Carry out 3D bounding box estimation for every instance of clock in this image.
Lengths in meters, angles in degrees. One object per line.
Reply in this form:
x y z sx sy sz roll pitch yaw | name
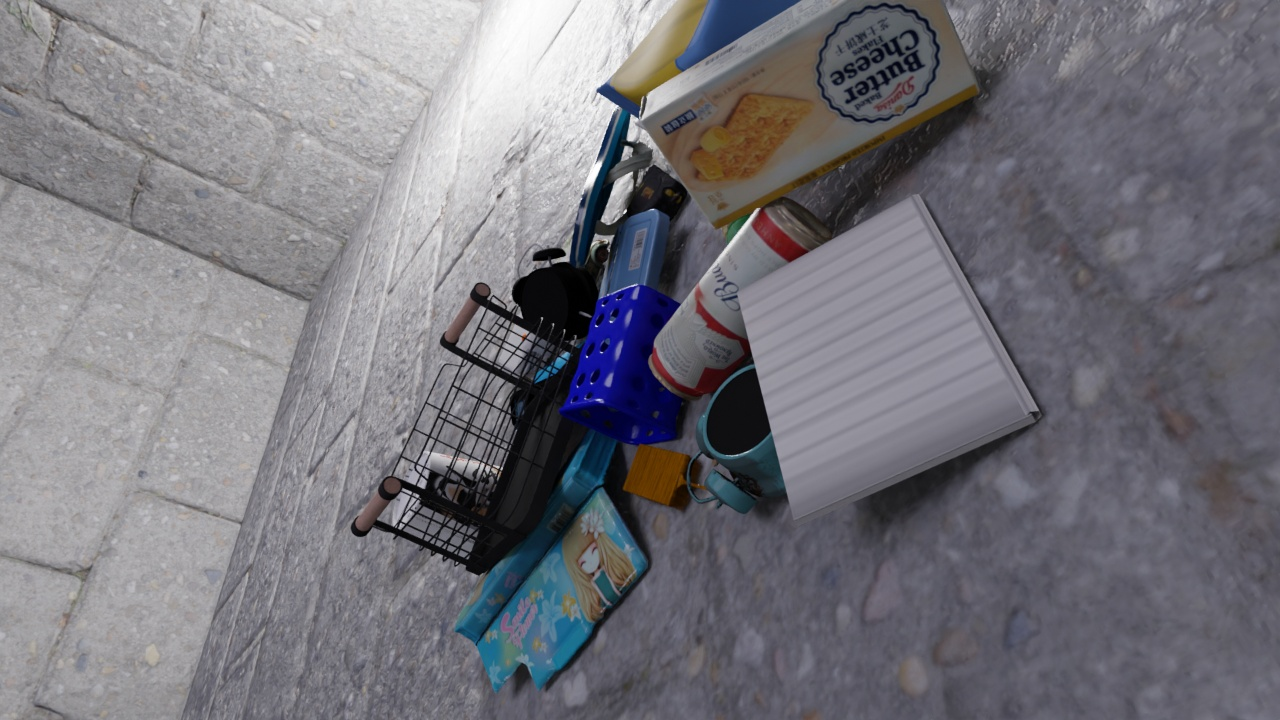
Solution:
0.076 0.054 0.636 0.124 0.053 0.090 -38 36 24 | clock
-0.099 -0.074 1.021 0.091 0.042 0.120 -49 66 36 | clock

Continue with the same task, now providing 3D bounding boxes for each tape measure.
0.018 -0.166 0.968 0.063 0.038 0.067 -52 30 7 | tape measure

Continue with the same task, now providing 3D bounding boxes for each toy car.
-0.075 -0.095 1.067 0.047 0.047 0.112 6 73 67 | toy car

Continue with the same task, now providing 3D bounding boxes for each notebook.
0.139 -0.010 0.573 0.143 0.009 0.209 -29 39 19 | notebook

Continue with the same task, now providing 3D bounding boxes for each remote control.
-0.110 0.044 1.024 0.151 0.022 0.047 -23 71 54 | remote control

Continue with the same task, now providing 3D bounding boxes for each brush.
0.027 0.097 0.740 0.126 0.017 0.048 4 71 63 | brush

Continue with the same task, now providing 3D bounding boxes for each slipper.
-0.028 -0.192 1.030 0.294 0.060 0.118 -78 5 -54 | slipper

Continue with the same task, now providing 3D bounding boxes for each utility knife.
-0.076 0.000 1.025 0.175 0.015 0.031 -31 44 47 | utility knife

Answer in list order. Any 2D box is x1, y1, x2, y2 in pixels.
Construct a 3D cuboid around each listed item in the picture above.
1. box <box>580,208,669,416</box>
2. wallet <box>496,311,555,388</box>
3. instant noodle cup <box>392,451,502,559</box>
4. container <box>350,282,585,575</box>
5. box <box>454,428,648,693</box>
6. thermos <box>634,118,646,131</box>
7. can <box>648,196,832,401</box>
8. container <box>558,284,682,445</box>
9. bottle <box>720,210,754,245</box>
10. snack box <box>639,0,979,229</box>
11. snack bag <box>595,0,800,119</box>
-0.028 -0.045 0.924 0.128 0.034 0.209 -16 59 60 | box
-0.143 -0.012 1.136 0.115 0.037 0.118 -66 22 -1 | wallet
-0.188 0.157 0.974 0.124 0.121 0.123 -43 33 38 | instant noodle cup
-0.154 0.067 0.869 0.163 0.130 0.240 -44 23 49 | container
-0.091 0.188 0.834 0.227 0.071 0.181 -53 27 22 | box
0.071 -0.345 1.003 0.224 0.052 0.052 -59 26 13 | thermos
0.076 -0.046 0.716 0.171 0.067 0.067 -52 29 26 | can
-0.005 0.005 0.806 0.085 0.084 0.113 -16 53 56 | container
0.087 -0.122 0.789 0.043 0.043 0.111 -51 29 28 | bottle
0.114 -0.186 0.639 0.208 0.104 0.057 -25 32 22 | snack box
0.069 -0.223 0.779 0.206 0.159 0.102 -9 57 62 | snack bag
